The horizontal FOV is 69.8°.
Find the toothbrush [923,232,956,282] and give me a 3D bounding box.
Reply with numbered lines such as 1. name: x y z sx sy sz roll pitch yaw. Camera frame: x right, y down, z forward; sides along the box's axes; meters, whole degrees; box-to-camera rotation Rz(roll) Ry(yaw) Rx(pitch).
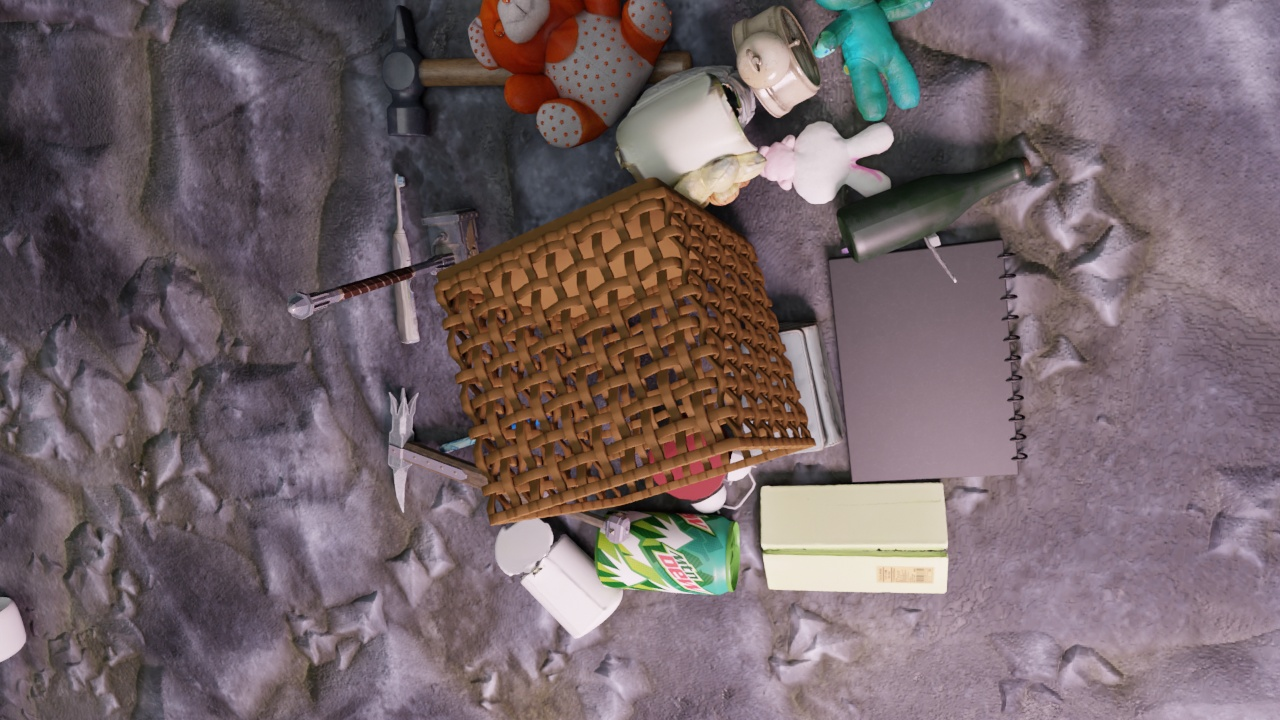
1. toothbrush: 0.262 -0.091 0.792 0.010 0.181 0.010 -18 104 15

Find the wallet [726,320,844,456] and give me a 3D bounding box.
1. wallet: 0.145 0.029 0.926 0.100 0.054 0.131 -13 95 17

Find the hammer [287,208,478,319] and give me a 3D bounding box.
1. hammer: -0.227 -0.078 0.849 0.044 0.321 0.098 -4 103 15

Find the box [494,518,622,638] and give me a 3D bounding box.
1. box: -0.095 0.233 1.020 0.160 0.091 0.081 44 102 3

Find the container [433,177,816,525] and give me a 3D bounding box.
1. container: -0.005 0.005 0.817 0.220 0.251 0.214 -20 78 21

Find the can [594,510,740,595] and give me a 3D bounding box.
1. can: 0.030 0.205 0.981 0.144 0.083 0.083 1 104 15

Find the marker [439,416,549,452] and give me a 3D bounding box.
1. marker: -0.167 0.083 1.039 0.142 0.013 0.013 -18 99 18

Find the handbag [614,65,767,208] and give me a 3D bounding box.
1. handbag: 0.056 -0.200 0.827 0.113 0.171 0.123 -24 108 20

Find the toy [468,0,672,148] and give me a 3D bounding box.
1. toy: -0.074 -0.298 0.845 0.172 0.092 0.164 39 102 7

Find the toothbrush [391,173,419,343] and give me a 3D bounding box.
1. toothbrush: -0.262 -0.111 1.011 0.024 0.022 0.186 2 103 11

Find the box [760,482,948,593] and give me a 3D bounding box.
1. box: 0.218 0.188 0.943 0.188 0.061 0.133 -1 106 14

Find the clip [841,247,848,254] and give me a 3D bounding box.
1. clip: 0.216 -0.113 0.889 0.051 0.014 0.045 30 109 8

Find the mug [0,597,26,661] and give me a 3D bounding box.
1. mug: -0.919 0.380 1.266 0.115 0.094 0.068 -9 104 -6

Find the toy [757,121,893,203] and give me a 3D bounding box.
1. toy: 0.173 -0.187 0.866 0.125 0.037 0.076 -1 109 8

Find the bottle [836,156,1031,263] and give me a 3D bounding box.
1. bottle: 0.271 -0.146 0.843 0.174 0.055 0.055 -21 98 7

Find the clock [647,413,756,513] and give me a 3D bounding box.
1. clock: 0.062 0.107 0.968 0.124 0.044 0.087 36 110 4

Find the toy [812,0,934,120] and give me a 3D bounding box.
1. toy: 0.193 -0.310 0.817 0.130 0.072 0.193 -25 102 -20

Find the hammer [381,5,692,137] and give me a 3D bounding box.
1. hammer: -0.107 -0.291 0.917 0.322 0.040 0.129 3 101 13

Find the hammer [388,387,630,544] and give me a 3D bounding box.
1. hammer: -0.151 0.141 1.004 0.317 0.028 0.147 15 109 26

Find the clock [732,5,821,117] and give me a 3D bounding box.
1. clock: 0.120 -0.267 0.807 0.055 0.140 0.093 -22 98 29

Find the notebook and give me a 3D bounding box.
1. notebook: 0.282 0.005 0.898 0.169 0.019 0.231 -5 103 17
